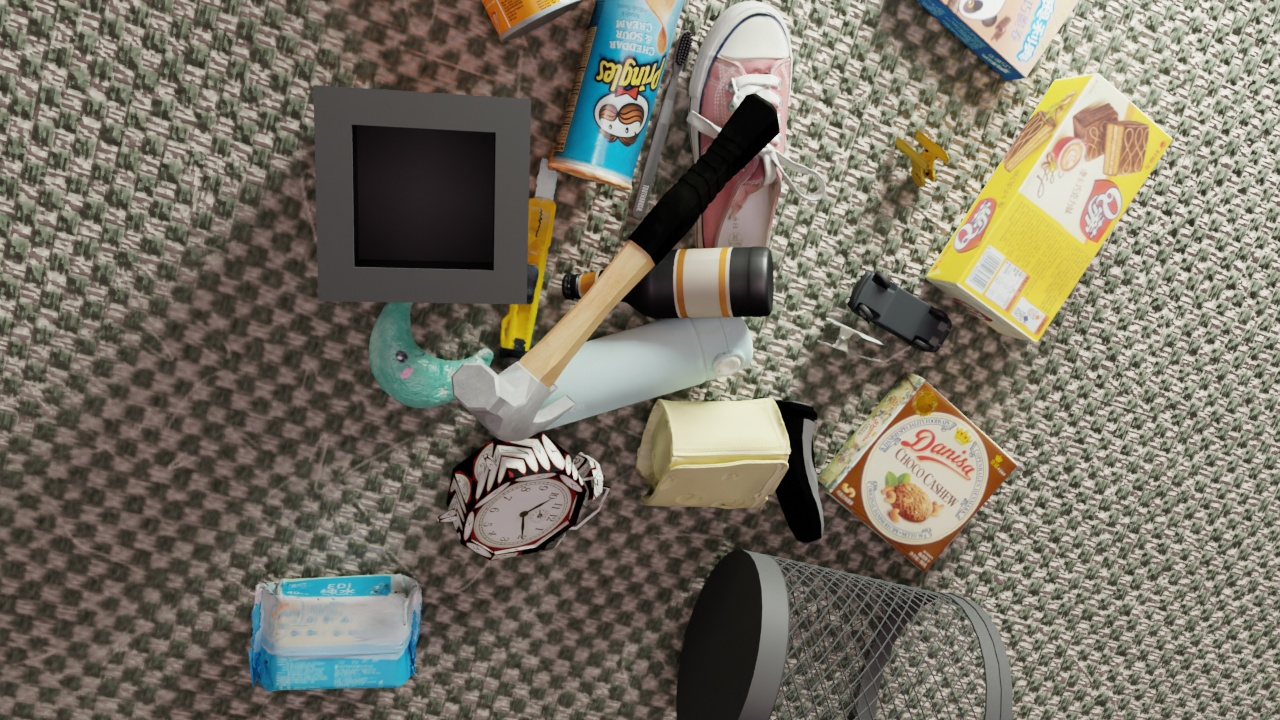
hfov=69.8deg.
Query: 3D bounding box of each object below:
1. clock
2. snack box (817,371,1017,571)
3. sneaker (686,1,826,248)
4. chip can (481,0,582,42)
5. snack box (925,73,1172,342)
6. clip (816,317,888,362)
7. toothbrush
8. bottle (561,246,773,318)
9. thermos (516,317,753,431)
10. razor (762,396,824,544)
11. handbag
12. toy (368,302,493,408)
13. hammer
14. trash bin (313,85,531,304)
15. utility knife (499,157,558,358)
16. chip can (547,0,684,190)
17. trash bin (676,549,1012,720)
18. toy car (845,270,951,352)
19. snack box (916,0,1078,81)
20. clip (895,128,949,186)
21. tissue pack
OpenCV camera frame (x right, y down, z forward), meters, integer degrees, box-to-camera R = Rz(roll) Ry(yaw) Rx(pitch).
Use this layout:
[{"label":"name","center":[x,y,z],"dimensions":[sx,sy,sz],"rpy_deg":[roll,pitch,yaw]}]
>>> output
[{"label":"clock","center":[-0.097,0.117,0.813],"dimensions":[0.154,0.065,0.115],"rpy_deg":[17,120,-41]},{"label":"snack box","center":[0.274,0.111,0.913],"dimensions":[0.143,0.041,0.147],"rpy_deg":[40,91,-16]},{"label":"sneaker","center":[0.092,-0.184,0.787],"dimensions":[0.118,0.088,0.241],"rpy_deg":[-1,103,-13]},{"label":"chip can","center":[-0.125,-0.365,0.708],"dimensions":[0.075,0.075,0.215],"rpy_deg":[-28,106,-6]},{"label":"snack box","center":[0.387,-0.142,0.874],"dimensions":[0.110,0.061,0.230],"rpy_deg":[31,94,-16]},{"label":"clip","center":[0.200,-0.026,0.863],"dimensions":[0.058,0.101,0.050],"rpy_deg":[36,102,25]},{"label":"toothbrush","center":[0.019,-0.206,0.807],"dimensions":[0.013,0.013,0.167],"rpy_deg":[13,101,-15]},{"label":"bottle","center":[0.021,-0.066,0.791],"dimensions":[0.182,0.059,0.059],"rpy_deg":[0,103,14]},{"label":"thermos","center":[-0.005,0.005,0.813],"dimensions":[0.206,0.078,0.065],"rpy_deg":[-16,126,-6]},{"label":"razor","center":[0.150,0.108,0.882],"dimensions":[0.060,0.057,0.156],"rpy_deg":[-17,107,-42]},{"label":"handbag","center":[0.065,0.090,0.836],"dimensions":[0.119,0.081,0.111],"rpy_deg":[1,137,-17]},{"label":"toy","center":[-0.189,-0.002,0.794],"dimensions":[0.105,0.033,0.085],"rpy_deg":[40,80,-16]},{"label":"hammer","center":[-0.009,-0.072,0.710],"dimensions":[0.039,0.131,0.328],"rpy_deg":[40,87,19]},{"label":"trash bin","center":[-0.163,-0.125,0.699],"dimensions":[0.139,0.172,0.140],"rpy_deg":[0,101,-13]},{"label":"utility knife","center":[-0.097,-0.087,0.806],"dimensions":[0.030,0.017,0.179],"rpy_deg":[8,97,-24]},{"label":"chip can","center":[-0.011,-0.258,0.754],"dimensions":[0.079,0.080,0.229],"rpy_deg":[15,97,-15]},{"label":"trash bin","center":[0.174,0.296,0.845],"dimensions":[0.227,0.217,0.218],"rpy_deg":[18,97,-11]},{"label":"toy car","center":[0.248,-0.046,0.878],"dimensions":[0.112,0.034,0.046],"rpy_deg":[27,95,-17]},{"label":"snack box","center":[0.315,-0.336,0.832],"dimensions":[0.151,0.034,0.087],"rpy_deg":[33,93,-17]},{"label":"clip","center":[0.264,-0.186,0.850],"dimensions":[0.049,0.054,0.045],"rpy_deg":[21,116,-39]},{"label":"tissue pack","center":[-0.268,0.237,0.810],"dimensions":[0.144,0.062,0.093],"rpy_deg":[3,99,-16]}]
